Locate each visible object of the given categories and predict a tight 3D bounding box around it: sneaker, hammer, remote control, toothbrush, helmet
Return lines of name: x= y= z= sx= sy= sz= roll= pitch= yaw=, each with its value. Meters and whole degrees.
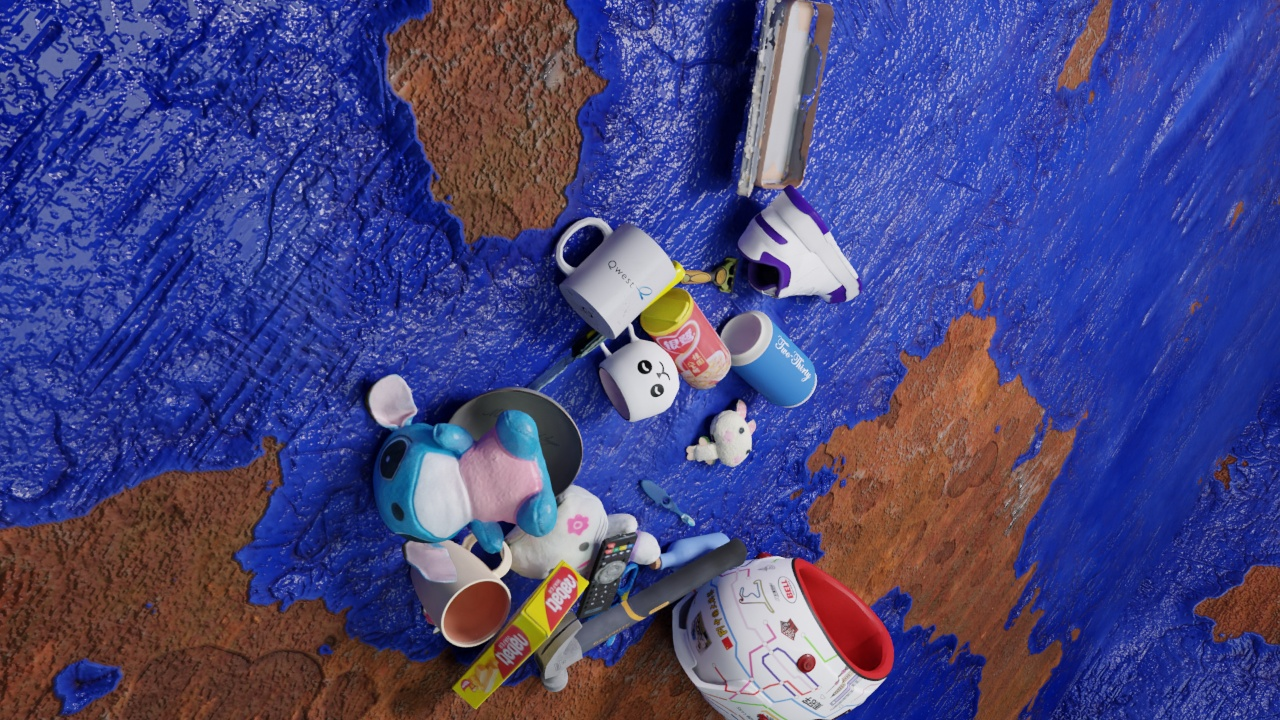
sneaker: x=0.197 y=-0.114 z=1.159 sx=0.111 sy=0.091 sz=0.244 roll=-39 pitch=144 yaw=9
hammer: x=0.006 y=0.321 z=1.201 sx=0.312 sy=0.035 sz=0.140 roll=-25 pitch=144 yaw=-19
remote control: x=-0.042 y=0.252 z=1.080 sx=0.045 sy=0.021 sz=0.141 roll=-8 pitch=134 yaw=-33
toothbrush: x=0.037 y=0.192 z=1.228 sx=0.021 sy=0.016 sz=0.132 roll=-53 pitch=134 yaw=-9
helmet: x=0.191 y=0.413 z=1.315 sx=0.236 sy=0.230 sz=0.314 roll=-39 pitch=132 yaw=19

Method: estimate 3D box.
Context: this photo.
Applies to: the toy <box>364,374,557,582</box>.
toy: x=-0.184 y=0.110 z=0.920 sx=0.191 sy=0.098 sz=0.224 roll=-11 pitch=100 yaw=11

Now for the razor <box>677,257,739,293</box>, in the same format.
razor: x=0.061 y=-0.101 z=1.101 sx=0.143 sy=0.021 sz=0.044 roll=-4 pitch=114 yaw=-35

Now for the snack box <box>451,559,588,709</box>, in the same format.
snack box: x=-0.138 y=0.312 z=1.040 sx=0.201 sy=0.042 sz=0.091 roll=-52 pitch=176 yaw=38

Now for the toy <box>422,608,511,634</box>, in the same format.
toy: x=-0.203 y=0.301 z=1.068 sx=0.102 sy=0.050 sz=0.065 roll=36 pitch=92 yaw=-38

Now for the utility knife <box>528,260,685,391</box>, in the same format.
utility knife: x=-0.042 y=-0.033 z=1.032 sx=0.233 sy=0.029 sz=0.020 roll=-41 pitch=125 yaw=-9

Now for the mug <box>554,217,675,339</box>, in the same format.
mug: x=-0.037 y=-0.099 z=0.989 sx=0.096 sy=0.083 sz=0.119 roll=-46 pitch=105 yaw=-12

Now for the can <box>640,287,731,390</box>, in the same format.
can: x=0.056 y=-0.026 z=1.100 sx=0.066 sy=0.067 sz=0.124 roll=-49 pitch=133 yaw=-10

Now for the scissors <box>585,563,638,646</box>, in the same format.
scissors: x=-0.021 y=0.335 z=1.257 sx=0.130 sy=0.014 sz=0.125 roll=15 pitch=100 yaw=-40

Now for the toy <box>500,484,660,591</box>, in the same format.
toy: x=-0.070 y=0.215 z=1.101 sx=0.138 sy=0.085 sz=0.209 roll=-38 pitch=141 yaw=10

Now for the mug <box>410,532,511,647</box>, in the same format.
mug: x=-0.192 y=0.237 z=1.003 sx=0.111 sy=0.104 sz=0.085 roll=-48 pitch=133 yaw=-11

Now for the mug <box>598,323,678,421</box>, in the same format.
mug: x=-0.006 y=0.006 z=1.061 sx=0.076 sy=0.090 sz=0.124 roll=-29 pitch=95 yaw=-16

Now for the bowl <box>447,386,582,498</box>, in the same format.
bowl: x=-0.134 y=0.083 z=0.988 sx=0.151 sy=0.056 sz=0.151 roll=1 pitch=118 yaw=3

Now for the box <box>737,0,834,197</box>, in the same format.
box: x=0.156 y=-0.301 z=1.049 sx=0.156 sy=0.071 sz=0.217 roll=-33 pitch=135 yaw=-59

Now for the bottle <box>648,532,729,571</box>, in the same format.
bottle: x=0.066 y=0.270 z=1.267 sx=0.131 sy=0.048 sz=0.048 roll=-1 pitch=112 yaw=-39

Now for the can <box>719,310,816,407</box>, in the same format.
can: x=0.166 y=0.000 z=1.194 sx=0.079 sy=0.079 sz=0.146 roll=-55 pitch=134 yaw=-4

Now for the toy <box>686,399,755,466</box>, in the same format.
toy: x=0.117 y=0.105 z=1.232 sx=0.112 sy=0.050 sz=0.087 roll=-38 pitch=130 yaw=-26
